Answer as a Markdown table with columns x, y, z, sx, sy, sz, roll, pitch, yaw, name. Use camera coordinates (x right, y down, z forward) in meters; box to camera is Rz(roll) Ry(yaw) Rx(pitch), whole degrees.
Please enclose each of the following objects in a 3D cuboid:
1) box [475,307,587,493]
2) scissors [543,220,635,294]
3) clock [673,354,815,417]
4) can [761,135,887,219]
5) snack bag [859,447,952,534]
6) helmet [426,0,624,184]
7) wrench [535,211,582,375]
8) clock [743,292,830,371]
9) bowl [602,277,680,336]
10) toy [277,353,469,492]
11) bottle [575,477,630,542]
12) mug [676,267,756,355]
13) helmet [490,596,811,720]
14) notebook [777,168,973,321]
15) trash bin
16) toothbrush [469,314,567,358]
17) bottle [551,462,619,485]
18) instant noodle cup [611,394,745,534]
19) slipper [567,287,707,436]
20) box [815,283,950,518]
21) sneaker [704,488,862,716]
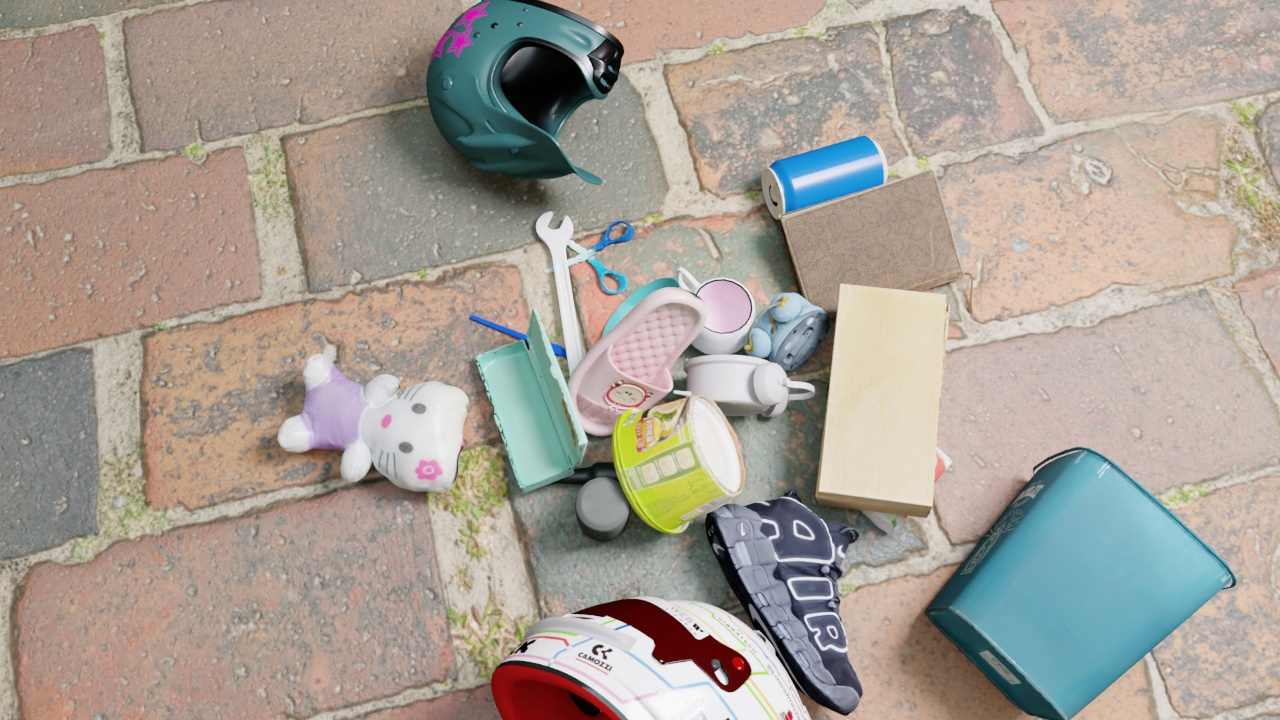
| x | y | z | sx | sy | sz | roll | pitch | yaw | name |
| --- | --- | --- | --- | --- | --- | --- | --- | --- | --- |
| -0.128 | 0.046 | 1.058 | 0.078 | 0.113 | 0.187 | -10 | 63 | -26 | box |
| -0.058 | -0.140 | 1.178 | 0.127 | 0.014 | 0.127 | 31 | 75 | 15 | scissors |
| 0.122 | 0.029 | 1.069 | 0.159 | 0.120 | 0.061 | 0 | 76 | 10 | clock |
| 0.237 | -0.234 | 1.182 | 0.146 | 0.079 | 0.079 | -17 | 72 | -8 | can |
| 0.299 | 0.136 | 1.075 | 0.077 | 0.036 | 0.115 | 42 | 75 | 13 | snack bag |
| -0.146 | -0.322 | 1.136 | 0.275 | 0.176 | 0.200 | 23 | 87 | 31 | helmet |
| -0.092 | -0.068 | 1.140 | 0.047 | 0.009 | 0.273 | -11 | 68 | 2 | wrench |
| 0.169 | -0.037 | 1.082 | 0.051 | 0.124 | 0.089 | 46 | 112 | 32 | clock |
| 0.014 | -0.040 | 1.112 | 0.046 | 0.121 | 0.121 | 45 | 71 | -28 | bowl |
| -0.299 | 0.079 | 1.055 | 0.209 | 0.085 | 0.137 | 14 | 73 | 5 | toy |
| -0.041 | 0.168 | 1.016 | 0.060 | 0.108 | 0.060 | 0 | 70 | -2 | bottle |
| 0.085 | -0.063 | 1.119 | 0.090 | 0.076 | 0.124 | -39 | 76 | -14 | mug |
| 0.034 | 0.349 | 0.890 | 0.314 | 0.232 | 0.235 | 49 | 44 | 10 | helmet |
| 0.298 | -0.123 | 1.152 | 0.215 | 0.034 | 0.190 | -19 | 95 | -7 | notebook |
| 0.442 | 0.243 | 0.967 | 0.218 | 0.197 | 0.199 | -42 | 76 | -8 | trash bin |
| -0.126 | -0.022 | 1.133 | 0.187 | 0.011 | 0.016 | 22 | 71 | 6 | toothbrush |
| -0.042 | 0.134 | 1.069 | 0.123 | 0.033 | 0.033 | -1 | 70 | -1 | bottle |
| 0.046 | 0.107 | 1.004 | 0.098 | 0.146 | 0.146 | -26 | 70 | 24 | instant noodle cup |
| -0.006 | 0.006 | 1.033 | 0.106 | 0.222 | 0.055 | 20 | 33 | -30 | slipper |
| 0.274 | 0.043 | 1.038 | 0.128 | 0.092 | 0.248 | 4 | 71 | 20 | box |
| 0.191 | 0.248 | 1.005 | 0.150 | 0.097 | 0.252 | -27 | 68 | -13 | sneaker |
